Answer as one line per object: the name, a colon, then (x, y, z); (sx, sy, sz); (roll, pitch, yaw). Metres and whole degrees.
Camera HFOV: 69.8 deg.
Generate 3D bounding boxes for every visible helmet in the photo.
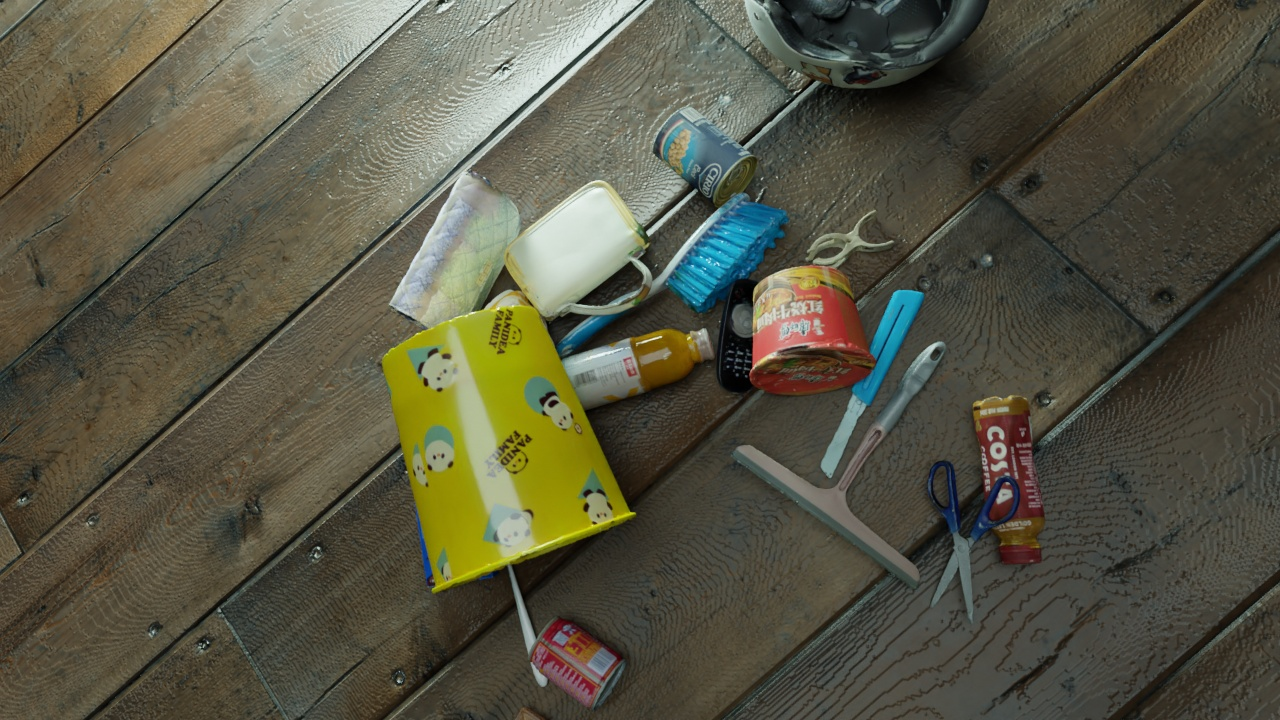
helmet: (0.252, -0.418, 1.085); (0.274, 0.157, 0.229); (17, 79, 5)

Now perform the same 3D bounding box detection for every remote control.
remote control: (0.118, -0.029, 1.086); (0.053, 0.024, 0.136); (10, 84, -11)

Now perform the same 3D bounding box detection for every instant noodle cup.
instant noodle cup: (0.186, -0.034, 1.028); (0.138, 0.138, 0.108); (-8, 67, 10)

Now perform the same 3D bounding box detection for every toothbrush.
toothbrush: (-0.138, 0.293, 1.080); (0.016, 0.016, 0.180); (-21, 76, 9)

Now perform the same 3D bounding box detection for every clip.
clip: (0.244, -0.138, 1.085); (0.100, 0.035, 0.071); (-23, 72, 1)

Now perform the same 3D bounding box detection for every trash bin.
trash bin: (-0.154, 0.092, 1.001); (0.230, 0.229, 0.255); (-22, 80, 7)

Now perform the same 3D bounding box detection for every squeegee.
squeegee: (0.268, 0.081, 1.026); (0.247, 0.040, 0.249); (36, 81, 1)

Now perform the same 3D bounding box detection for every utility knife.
utility knife: (0.262, 0.025, 1.051); (0.034, 0.018, 0.238); (25, 85, 16)

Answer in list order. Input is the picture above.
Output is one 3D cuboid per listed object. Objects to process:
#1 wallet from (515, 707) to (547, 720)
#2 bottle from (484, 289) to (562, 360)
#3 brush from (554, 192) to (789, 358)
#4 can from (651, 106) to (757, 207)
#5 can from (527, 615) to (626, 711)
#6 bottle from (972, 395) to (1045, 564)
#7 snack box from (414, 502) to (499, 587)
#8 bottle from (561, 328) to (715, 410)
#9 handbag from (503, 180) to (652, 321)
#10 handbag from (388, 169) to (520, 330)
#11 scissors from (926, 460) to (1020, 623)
wallet: (-0.126, 0.470, 1.028); (0.119, 0.035, 0.130); (29, 84, 11)
bottle: (-0.143, -0.033, 1.132); (0.063, 0.063, 0.108); (-40, 87, 1)
brush: (0.036, -0.087, 1.102); (0.109, 0.060, 0.314); (41, 84, 24)
can: (0.078, -0.251, 1.126); (0.111, 0.075, 0.075); (43, 89, 18)
can: (-0.072, 0.337, 1.026); (0.094, 0.066, 0.066); (30, 85, 17)
bottle: (0.394, 0.127, 0.976); (0.057, 0.057, 0.174); (-5, 76, 11)
snack box: (-0.225, 0.188, 1.105); (0.084, 0.026, 0.157); (-11, 84, 9)
bottle: (-0.006, 0.006, 1.088); (0.190, 0.068, 0.068); (-17, 74, 8)
handbag: (-0.062, -0.112, 1.114); (0.163, 0.063, 0.178); (-37, 56, 4)
handbag: (-0.221, -0.124, 1.132); (0.075, 0.134, 0.193); (24, 84, 17)
scissors: (0.340, 0.182, 0.971); (0.163, 0.012, 0.164); (-51, 54, 29)
